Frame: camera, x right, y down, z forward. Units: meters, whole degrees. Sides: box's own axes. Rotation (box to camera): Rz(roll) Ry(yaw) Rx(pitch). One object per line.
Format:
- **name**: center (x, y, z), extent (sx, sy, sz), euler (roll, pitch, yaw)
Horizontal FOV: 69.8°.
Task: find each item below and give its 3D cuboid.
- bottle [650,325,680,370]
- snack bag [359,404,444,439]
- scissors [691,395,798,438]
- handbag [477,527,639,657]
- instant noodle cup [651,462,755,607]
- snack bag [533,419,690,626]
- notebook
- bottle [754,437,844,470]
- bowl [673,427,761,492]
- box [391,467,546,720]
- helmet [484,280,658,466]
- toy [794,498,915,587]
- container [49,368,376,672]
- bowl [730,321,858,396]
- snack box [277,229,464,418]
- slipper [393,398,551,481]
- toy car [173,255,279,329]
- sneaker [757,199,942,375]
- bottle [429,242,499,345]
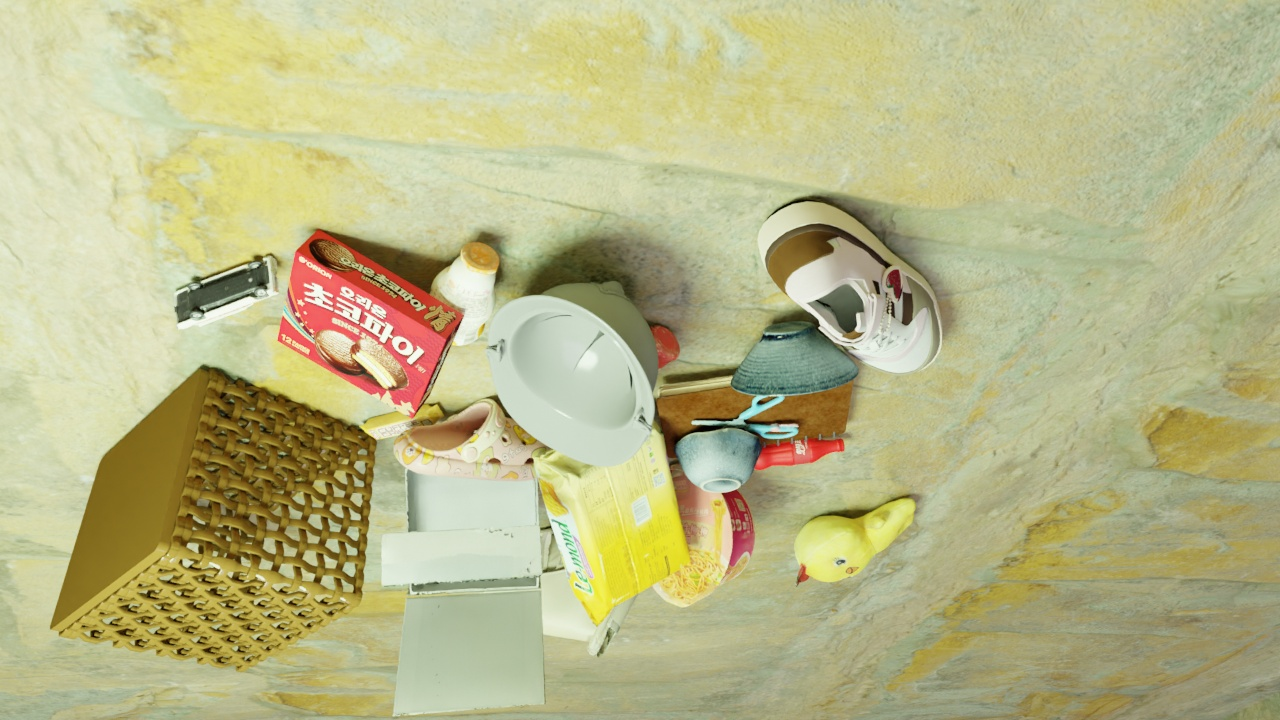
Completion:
- **bottle**: center (-0.006, 0.006, 1.004), extent (0.044, 0.044, 0.109), euler (23, 134, -34)
- **snack bag**: center (-0.278, 0.072, 1.068), extent (0.099, 0.020, 0.026), euler (-14, 141, 9)
- **scissors**: center (0.130, 0.068, 1.079), extent (0.135, 0.015, 0.130), euler (0, 146, -14)
- **handbag**: center (-0.122, 0.311, 1.292), extent (0.229, 0.183, 0.132), euler (0, 143, 20)
- **instant noodle cup**: center (0.077, 0.228, 1.219), extent (0.077, 0.178, 0.179), euler (7, 145, -44)
- **snack bag**: center (-0.022, 0.185, 1.094), extent (0.159, 0.068, 0.247), euler (-28, 119, -26)
- **notebook**: center (0.137, 0.063, 1.104), extent (0.225, 0.024, 0.168), euler (-8, 147, 3)
- **bottle**: center (0.203, 0.117, 1.185), extent (0.119, 0.036, 0.036), euler (-8, 143, 1)
- **bowl**: center (0.095, 0.127, 1.113), extent (0.110, 0.055, 0.110), euler (-1, 152, -1)
- **box**: center (-0.198, 0.263, 1.069), extent (0.167, 0.329, 0.165), euler (-2, 134, -7)
- **helmet**: center (-0.049, -0.009, 0.926), extent (0.183, 0.117, 0.272), euler (26, 147, 8)
- **toy**: center (0.314, 0.265, 1.361), extent (0.208, 0.092, 0.134), euler (-22, 148, 4)
- **container**: center (-0.467, 0.187, 1.027), extent (0.252, 0.219, 0.214), euler (-32, 136, 30)
- **bowl**: center (0.161, -0.009, 0.980), extent (0.137, 0.137, 0.057), euler (-8, 103, 2)
- **snack box**: center (-0.259, -0.030, 0.869), extent (0.152, 0.035, 0.133), euler (31, 135, -4)
- **slipper**: center (-0.180, 0.087, 1.050), extent (0.197, 0.093, 0.082), euler (2, 114, -30)
- **toy car**: center (-0.386, -0.062, 0.865), extent (0.113, 0.039, 0.039), euler (-17, 163, 13)
- **sneaker**: center (0.230, -0.040, 0.915), extent (0.112, 0.116, 0.293), euler (-27, 138, 25)
- **bottle**: center (-0.167, -0.064, 0.870), extent (0.063, 0.063, 0.109), euler (12, 139, -22)
